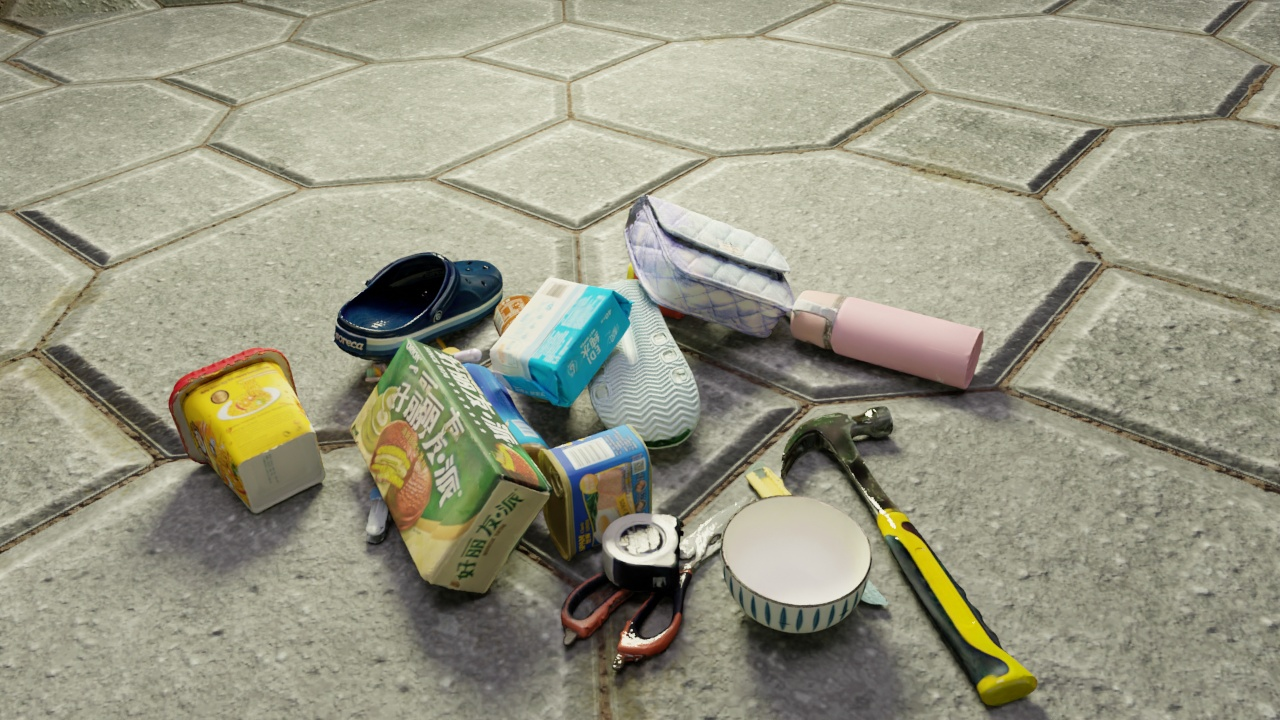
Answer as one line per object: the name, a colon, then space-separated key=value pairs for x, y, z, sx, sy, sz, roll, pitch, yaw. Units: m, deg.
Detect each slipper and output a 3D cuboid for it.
slipper: x=-0.006 y=0.006 z=0.962 sx=0.104 sy=0.074 sz=0.245 roll=-15 pitch=43 yaw=-1
slipper: x=-0.255 y=-0.080 z=1.059 sx=0.105 sy=0.095 sz=0.252 roll=26 pitch=31 yaw=17

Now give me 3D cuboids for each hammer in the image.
hammer: x=0.219 y=0.150 z=0.779 sx=0.126 sy=0.032 sz=0.323 roll=-10 pitch=36 yaw=-10

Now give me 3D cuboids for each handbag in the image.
handbag: x=0.083 y=-0.107 z=1.034 sx=0.193 sy=0.076 sz=0.134 roll=14 pitch=40 yaw=-35

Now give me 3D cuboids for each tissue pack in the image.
tissue pack: x=-0.077 y=-0.020 z=0.913 sx=0.090 sy=0.063 sz=0.139 roll=14 pitch=56 yaw=33

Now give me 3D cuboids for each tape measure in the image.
tape measure: x=0.001 y=0.157 z=0.757 sx=0.066 sy=0.034 sz=0.065 roll=3 pitch=32 yaw=6

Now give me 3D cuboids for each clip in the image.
clip: x=-0.237 y=0.143 z=0.840 sx=0.026 sy=0.041 sz=0.058 roll=-1 pitch=36 yaw=0

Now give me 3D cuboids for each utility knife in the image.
utility knife: x=0.147 y=0.149 z=0.804 sx=0.031 sy=0.021 sz=0.198 roll=-17 pitch=41 yaw=-20

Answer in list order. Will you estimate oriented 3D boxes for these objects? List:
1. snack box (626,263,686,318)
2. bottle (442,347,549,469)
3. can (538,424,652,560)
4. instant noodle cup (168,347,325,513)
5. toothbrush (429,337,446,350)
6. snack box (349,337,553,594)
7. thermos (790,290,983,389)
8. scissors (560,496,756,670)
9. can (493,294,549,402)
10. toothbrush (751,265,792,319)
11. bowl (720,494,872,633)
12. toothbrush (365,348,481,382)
snack box: x=0.032 y=-0.100 z=1.111 sx=0.080 sy=0.082 sz=0.091 roll=19 pitch=41 yaw=13
bottle: x=-0.159 y=0.051 z=0.921 sx=0.065 sy=0.065 sz=0.218 roll=-19 pitch=38 yaw=-22
can: x=-0.038 y=0.112 z=0.793 sx=0.083 sy=0.102 sz=0.057 roll=-17 pitch=37 yaw=-23
instant noodle cup: x=-0.370 y=0.070 z=0.882 sx=0.115 sy=0.116 sz=0.123 roll=-27 pitch=53 yaw=-30
toothbrush: x=-0.273 y=-0.052 z=1.121 sx=0.018 sy=0.016 sz=0.191 roll=-28 pitch=42 yaw=-18
snack box: x=-0.177 y=0.087 z=0.823 sx=0.063 sy=0.114 sz=0.240 roll=25 pitch=14 yaw=-42
thermos: x=0.259 y=-0.030 z=0.988 sx=0.199 sy=0.087 sz=0.067 roll=19 pitch=85 yaw=26
scissors: x=0.036 y=0.180 z=0.766 sx=0.205 sy=0.015 sz=0.196 roll=-5 pitch=34 yaw=-2
can: x=-0.121 y=-0.016 z=1.020 sx=0.058 sy=0.058 sz=0.147 roll=-14 pitch=37 yaw=-15
toothbrush: x=0.156 y=-0.093 z=1.144 sx=0.018 sy=0.016 sz=0.191 roll=-19 pitch=37 yaw=-5
bowl: x=0.121 y=0.170 z=0.728 sx=0.116 sy=0.066 sz=0.116 roll=-2 pitch=36 yaw=1
toothbrush: x=-0.229 y=0.004 z=0.965 sx=0.190 sy=0.021 sz=0.029 roll=-9 pitch=37 yaw=41
